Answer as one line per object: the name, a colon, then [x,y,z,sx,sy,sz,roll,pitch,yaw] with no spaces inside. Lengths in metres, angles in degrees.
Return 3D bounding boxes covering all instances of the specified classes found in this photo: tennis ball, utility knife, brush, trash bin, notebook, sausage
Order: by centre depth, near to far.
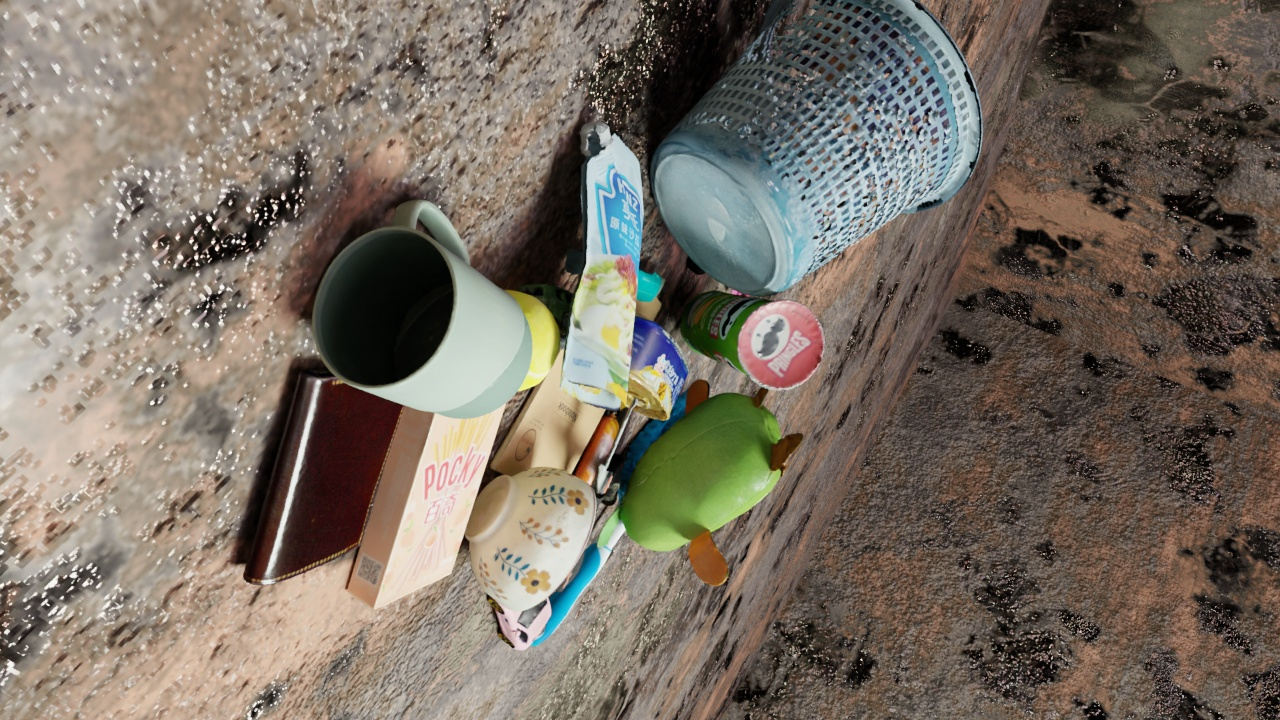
tennis ball: [-0.084,-0.012,0.587,0.065,0.065,0.066,-50,154,-35]
utility knife: [-0.018,-0.068,0.731,0.029,0.013,0.209,-65,162,6]
trash bin: [0.123,-0.166,0.744,0.194,0.226,0.227,-41,151,-21]
notebook: [-0.048,0.015,0.787,0.207,0.008,0.148,-62,159,-9]
sausage: [-0.058,0.123,0.863,0.165,0.021,0.021,-65,159,2]
brush: [-0.017,0.159,0.964,0.313,0.060,0.110,-45,155,-36]

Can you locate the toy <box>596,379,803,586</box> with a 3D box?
toy: [0.063,0.100,0.849,0.247,0.090,0.226,-40,-148,34]

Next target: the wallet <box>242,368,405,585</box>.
wallet: [-0.174,0.061,0.524,0.122,0.020,0.096,-70,164,10]

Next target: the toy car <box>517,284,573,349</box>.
toy car: [-0.058,-0.029,0.659,0.091,0.043,0.036,30,60,-61]

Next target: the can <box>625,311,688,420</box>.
can: [-0.005,0.004,0.761,0.049,0.075,0.148,-64,160,-12]

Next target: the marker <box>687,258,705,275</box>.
marker: [0.088,-0.137,0.921,0.131,0.020,0.022,-54,158,-27]

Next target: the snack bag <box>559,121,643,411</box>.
snack bag: [-0.023,-0.066,0.638,0.110,0.039,0.190,30,62,-60]

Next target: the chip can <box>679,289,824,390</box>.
chip can: [0.093,-0.025,0.830,0.236,0.072,0.072,-143,-103,-79]

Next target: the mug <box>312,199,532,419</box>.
mug: [-0.112,-0.028,0.500,0.106,0.082,0.111,36,48,-68]

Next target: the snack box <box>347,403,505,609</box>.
snack box: [-0.140,0.084,0.617,0.084,0.026,0.157,-11,124,-65]

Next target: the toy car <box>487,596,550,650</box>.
toy car: [-0.107,0.226,0.844,0.056,0.037,0.123,-52,155,-33]

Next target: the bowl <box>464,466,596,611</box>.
bowl: [-0.093,0.126,0.698,0.062,0.114,0.113,37,75,-26]

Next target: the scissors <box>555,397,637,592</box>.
scissors: [-0.037,0.124,0.818,0.220,0.022,0.222,-22,136,-83]

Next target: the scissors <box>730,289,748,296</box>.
scissors: [0.109,-0.096,0.972,0.134,0.017,0.128,97,-4,-58]
